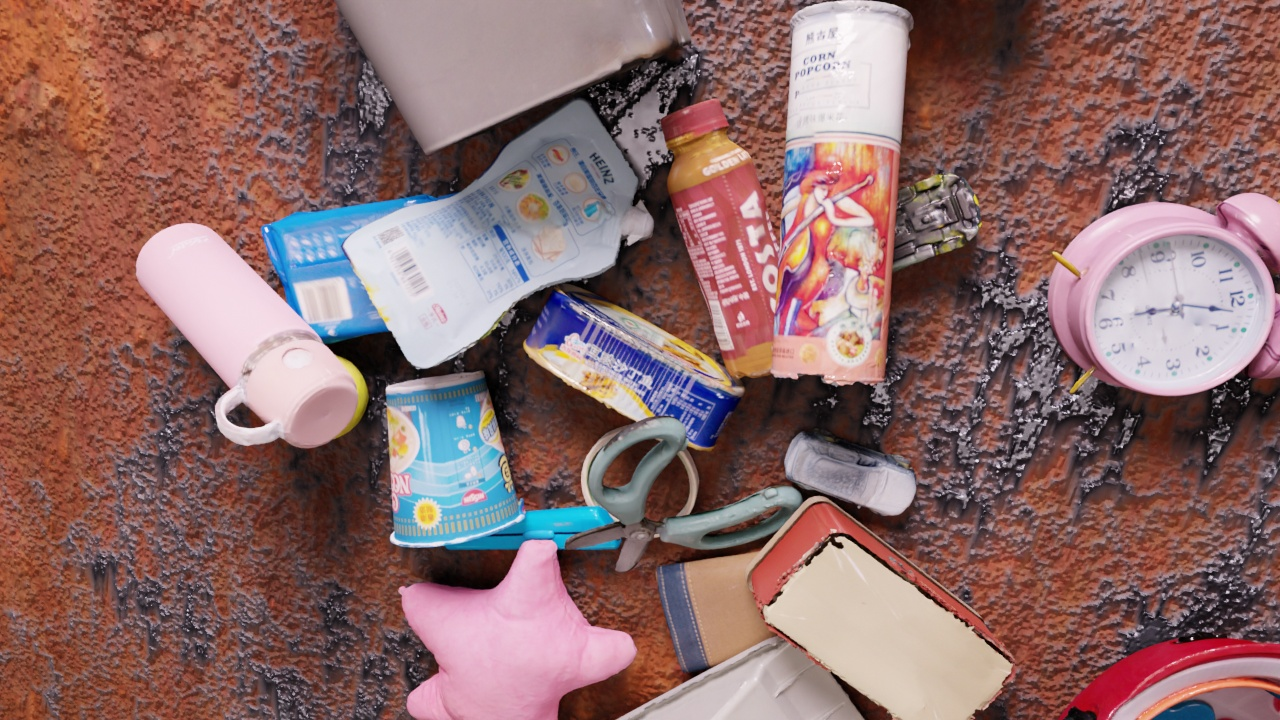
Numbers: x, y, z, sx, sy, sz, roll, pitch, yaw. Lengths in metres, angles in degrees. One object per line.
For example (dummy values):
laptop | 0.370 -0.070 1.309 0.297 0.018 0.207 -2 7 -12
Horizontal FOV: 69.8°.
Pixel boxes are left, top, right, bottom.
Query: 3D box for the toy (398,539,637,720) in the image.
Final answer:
toy | -0.104 0.213 0.692 0.178 0.074 0.195 31 109 2

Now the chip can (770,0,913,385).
chip can | 0.118 -0.094 0.547 0.071 0.071 0.214 4 93 10

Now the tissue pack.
tissue pack | -0.185 -0.066 0.648 0.157 0.052 0.095 -7 105 13

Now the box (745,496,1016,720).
box | 0.159 0.179 0.612 0.168 0.077 0.091 37 100 -10

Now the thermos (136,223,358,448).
thermos | -0.276 -0.014 0.622 0.198 0.087 0.067 40 140 28

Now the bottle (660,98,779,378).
bottle | 0.058 -0.078 0.593 0.057 0.057 0.175 -16 101 15

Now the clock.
clock | 0.332 -0.038 0.549 0.159 0.059 0.117 -12 102 12

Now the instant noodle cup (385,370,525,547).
instant noodle cup | -0.138 0.066 0.657 0.099 0.099 0.110 -7 95 13

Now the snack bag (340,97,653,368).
snack bag | -0.088 -0.083 0.595 0.191 0.039 0.110 -31 74 -9

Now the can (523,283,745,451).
can | -0.004 0.004 0.619 0.148 0.074 0.049 29 104 1

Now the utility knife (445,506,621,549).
utility knife | -0.101 0.130 0.694 0.179 0.018 0.034 -6 112 20

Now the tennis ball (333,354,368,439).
tennis ball | -0.234 0.026 0.674 0.065 0.065 0.065 3 105 10

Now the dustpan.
dustpan | 0.056 0.347 0.717 0.257 0.143 0.222 -38 102 -9

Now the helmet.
helmet | 0.355 0.278 0.587 0.207 0.144 0.240 18 93 6

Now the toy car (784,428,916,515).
toy car | 0.145 0.079 0.631 0.090 0.034 0.043 19 104 4

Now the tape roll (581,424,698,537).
tape roll | -0.001 0.089 0.671 0.086 0.013 0.086 3 105 11

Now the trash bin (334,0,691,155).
trash bin | -0.085 -0.253 0.516 0.199 0.198 0.220 -19 107 17

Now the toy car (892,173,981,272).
toy car | 0.162 -0.082 0.585 0.105 0.032 0.048 -21 93 27

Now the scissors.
scissors | 0.024 0.090 0.616 0.170 0.019 0.179 -12 138 2

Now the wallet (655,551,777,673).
wallet | 0.075 0.181 0.672 0.115 0.033 0.090 -12 104 13
